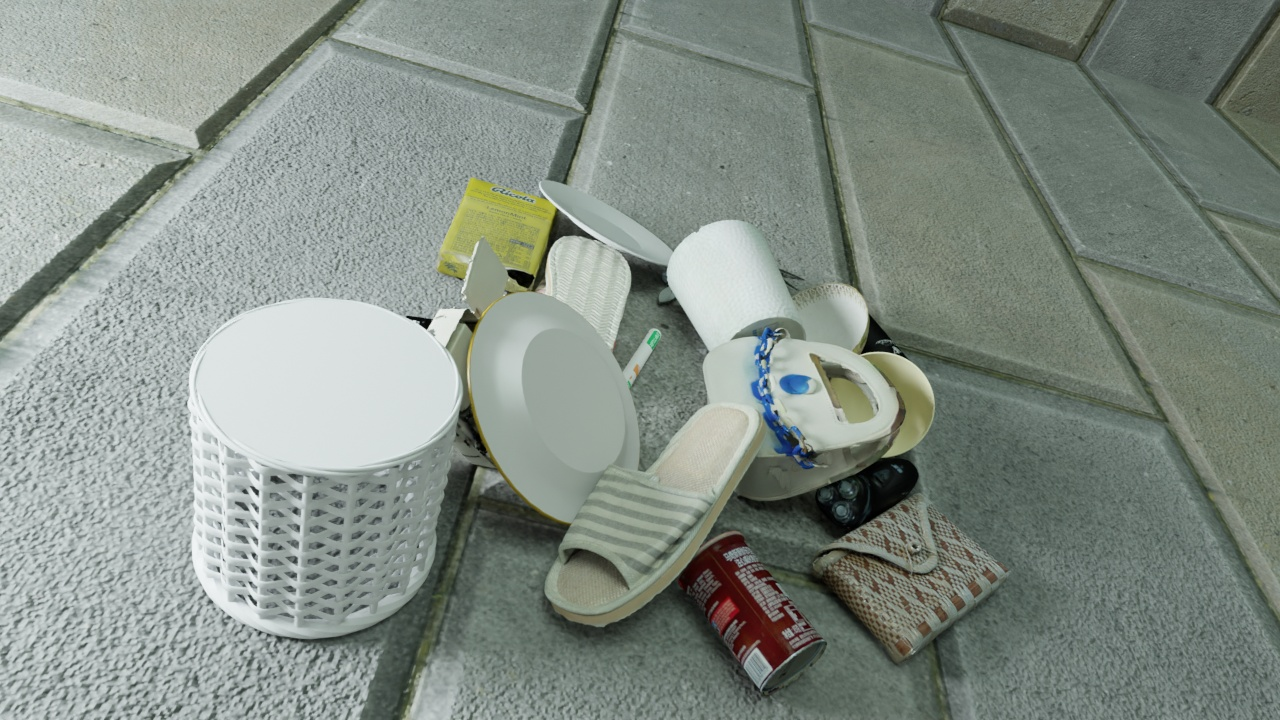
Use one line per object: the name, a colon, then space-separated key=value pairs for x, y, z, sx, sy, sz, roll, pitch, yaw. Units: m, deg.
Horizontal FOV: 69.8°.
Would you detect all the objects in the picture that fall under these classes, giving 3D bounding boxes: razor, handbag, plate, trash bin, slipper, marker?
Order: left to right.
plate: x=-0.068 y=0.039 z=0.855 sx=0.229 sy=0.021 sz=0.229 roll=32 pitch=46 yaw=-41
slipper: x=-0.073 y=-0.066 z=1.072 sx=0.115 sy=0.052 sz=0.262 roll=11 pitch=34 yaw=-7
plate: x=-0.043 y=-0.175 z=1.202 sx=0.208 sy=0.015 sz=0.208 roll=28 pitch=17 yaw=-10
marker: x=-0.006 y=0.006 z=1.040 sx=0.017 sy=0.017 sz=0.145 roll=24 pitch=37 yaw=6
slipper: x=0.019 y=0.120 z=0.816 sx=0.115 sy=0.054 sz=0.271 roll=17 pitch=47 yaw=38
trash bin: x=0.118 y=-0.066 z=1.091 sx=0.133 sy=0.134 sz=0.161 roll=1 pitch=43 yaw=-23
handbag: x=0.168 y=0.043 z=0.950 sx=0.199 sy=0.093 sz=0.200 roll=-13 pitch=41 yaw=-1
razor: x=0.241 y=0.130 z=0.954 sx=0.140 sy=0.064 sz=0.053 roll=-19 pitch=54 yaw=-36
handbag: x=0.265 y=0.202 z=0.892 sx=0.185 sy=0.047 sz=0.124 roll=-18 pitch=52 yaw=-38

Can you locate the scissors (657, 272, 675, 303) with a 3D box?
scissors: x=0.053 y=-0.114 z=1.213 sx=0.135 sy=0.019 sz=0.139 roll=-5 pitch=45 yaw=-26

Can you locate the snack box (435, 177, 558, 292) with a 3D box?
snack box: x=-0.176 y=-0.152 z=1.141 sx=0.121 sy=0.045 sz=0.180 roll=15 pitch=40 yaw=-6

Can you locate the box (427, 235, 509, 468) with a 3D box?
box: x=-0.172 y=-0.010 z=0.871 sx=0.099 sy=0.143 sz=0.183 roll=5 pitch=57 yaw=25

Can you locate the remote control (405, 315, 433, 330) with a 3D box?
remote control: x=-0.188 y=-0.029 z=1.010 sx=0.140 sy=0.009 sz=0.030 roll=8 pitch=39 yaw=-15

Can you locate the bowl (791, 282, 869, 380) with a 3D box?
bowl: x=0.218 y=-0.018 z=1.104 sx=0.063 sy=0.145 sz=0.145 roll=41 pitch=22 yaw=-38

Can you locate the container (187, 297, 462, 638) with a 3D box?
container: x=-0.242 y=0.081 z=0.704 sx=0.189 sy=0.187 sz=0.189 roll=12 pitch=38 yaw=-10

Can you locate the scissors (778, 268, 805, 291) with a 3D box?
scissors: x=0.152 y=-0.146 z=1.291 sx=0.157 sy=0.013 sz=0.171 roll=2 pitch=35 yaw=-34

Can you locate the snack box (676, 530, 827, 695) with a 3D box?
snack box: x=0.094 y=0.214 z=0.782 sx=0.072 sy=0.072 sz=0.121 roll=-14 pitch=49 yaw=-36

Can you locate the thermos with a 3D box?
thermos: x=0.291 y=-0.004 z=1.145 sx=0.061 sy=0.061 sz=0.231 roll=-4 pitch=43 yaw=-27

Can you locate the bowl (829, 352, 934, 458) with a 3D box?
bowl: x=0.270 y=0.056 z=1.043 sx=0.118 sy=0.118 sz=0.074 roll=33 pitch=-3 yaw=17

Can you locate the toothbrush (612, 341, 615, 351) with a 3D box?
toothbrush: x=-0.051 y=0.037 z=0.988 sx=0.012 sy=0.018 sz=0.212 roll=18 pitch=34 yaw=-2
